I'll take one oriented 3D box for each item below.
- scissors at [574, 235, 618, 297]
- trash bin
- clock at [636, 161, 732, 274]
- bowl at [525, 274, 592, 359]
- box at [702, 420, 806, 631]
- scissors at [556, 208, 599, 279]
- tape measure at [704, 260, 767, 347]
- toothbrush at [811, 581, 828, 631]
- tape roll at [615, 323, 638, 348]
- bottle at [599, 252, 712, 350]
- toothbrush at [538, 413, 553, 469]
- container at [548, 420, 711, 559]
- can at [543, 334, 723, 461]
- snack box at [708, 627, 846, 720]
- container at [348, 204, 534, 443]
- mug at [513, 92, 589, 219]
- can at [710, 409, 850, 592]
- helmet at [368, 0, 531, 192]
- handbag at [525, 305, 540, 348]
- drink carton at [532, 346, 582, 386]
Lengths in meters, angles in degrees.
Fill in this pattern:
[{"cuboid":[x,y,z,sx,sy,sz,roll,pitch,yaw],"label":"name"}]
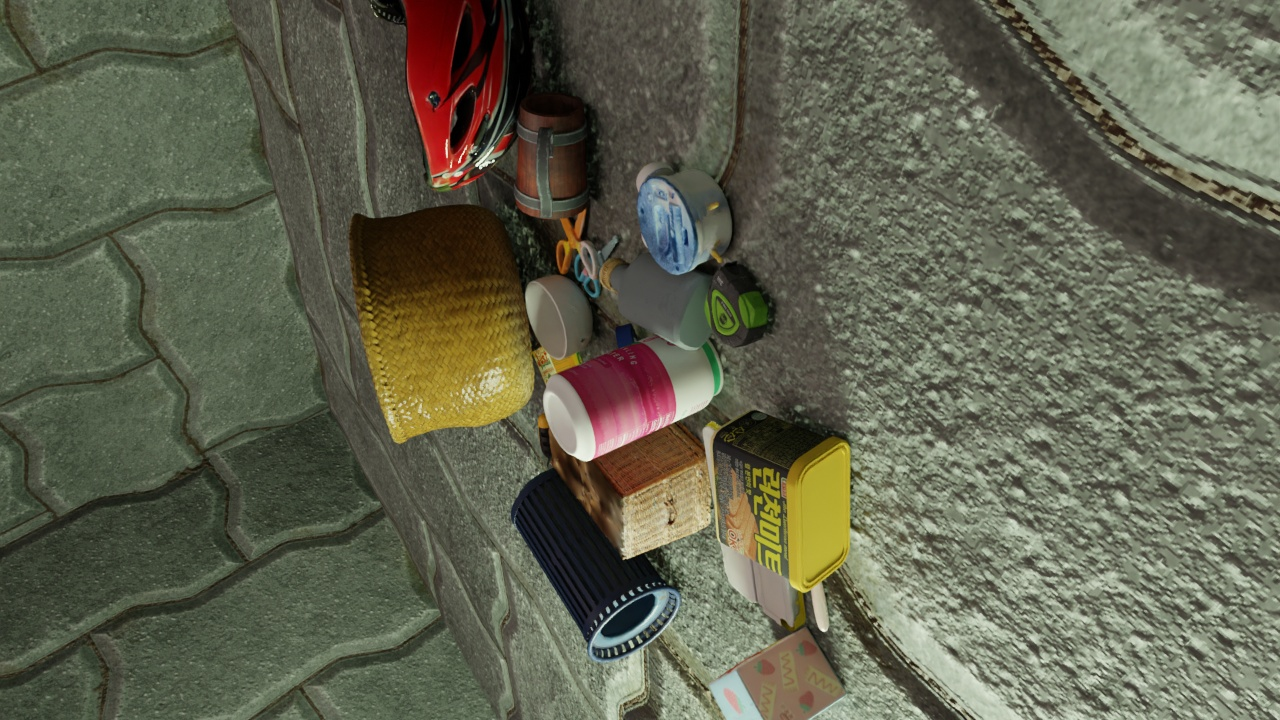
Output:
[{"cuboid":[-0.049,-0.112,1.045,0.056,0.015,0.137,67,159,8],"label":"scissors"},{"cuboid":[-0.071,0.266,1.250,0.249,0.139,0.139,49,149,37],"label":"trash bin"},{"cuboid":[0.031,-0.131,0.829,0.125,0.051,0.089,36,141,48],"label":"clock"},{"cuboid":[-0.096,-0.057,1.133,0.105,0.054,0.105,42,145,39],"label":"bowl"},{"cuboid":[0.114,0.170,0.945,0.127,0.023,0.210,24,132,53],"label":"box"},{"cuboid":[-0.075,-0.138,1.064,0.128,0.011,0.126,61,150,29],"label":"scissors"},{"cuboid":[0.087,-0.045,0.810,0.065,0.035,0.059,60,145,23],"label":"tape measure"},{"cuboid":[0.163,0.181,0.865,0.018,0.015,0.181,15,123,52],"label":"toothbrush"},{"cuboid":[-0.006,0.006,0.998,0.093,0.016,0.091,-88,-19,-75],"label":"tape roll"},{"cuboid":[0.013,-0.067,0.902,0.161,0.046,0.072,30,101,52],"label":"bottle"},{"cuboid":[-0.132,0.159,1.408,0.030,0.031,0.197,-93,-4,-55],"label":"toothbrush"},{"cuboid":[-0.017,0.115,1.049,0.198,0.112,0.114,45,147,41],"label":"container"},{"cuboid":[-0.007,0.030,0.897,0.088,0.165,0.088,44,146,40],"label":"can"},{"cuboid":[0.139,0.338,0.946,0.079,0.094,0.093,59,154,18],"label":"snack box"},{"cuboid":[-0.254,-0.060,1.214,0.307,0.196,0.307,167,91,-81],"label":"container"},{"cuboid":[-0.094,-0.207,0.958,0.117,0.081,0.111,-85,0,-52],"label":"mug"},{"cuboid":[0.121,0.119,0.805,0.101,0.072,0.131,22,127,44],"label":"can"},{"cuboid":[-0.201,-0.319,0.982,0.217,0.167,0.272,-126,33,-70],"label":"helmet"},{"cuboid":[-0.152,-0.040,1.294,0.055,0.029,0.120,66,160,9],"label":"handbag"},{"cuboid":[-0.098,0.027,1.220,0.058,0.041,0.122,-22,89,65],"label":"drink carton"}]
